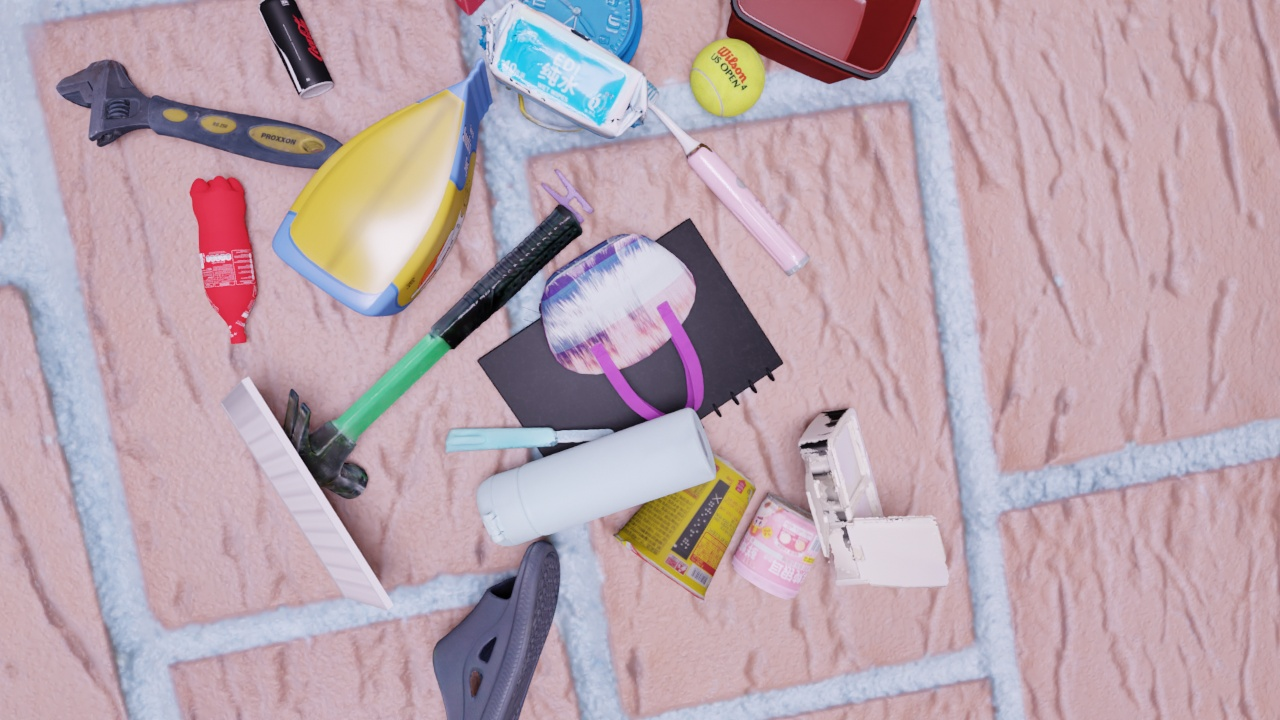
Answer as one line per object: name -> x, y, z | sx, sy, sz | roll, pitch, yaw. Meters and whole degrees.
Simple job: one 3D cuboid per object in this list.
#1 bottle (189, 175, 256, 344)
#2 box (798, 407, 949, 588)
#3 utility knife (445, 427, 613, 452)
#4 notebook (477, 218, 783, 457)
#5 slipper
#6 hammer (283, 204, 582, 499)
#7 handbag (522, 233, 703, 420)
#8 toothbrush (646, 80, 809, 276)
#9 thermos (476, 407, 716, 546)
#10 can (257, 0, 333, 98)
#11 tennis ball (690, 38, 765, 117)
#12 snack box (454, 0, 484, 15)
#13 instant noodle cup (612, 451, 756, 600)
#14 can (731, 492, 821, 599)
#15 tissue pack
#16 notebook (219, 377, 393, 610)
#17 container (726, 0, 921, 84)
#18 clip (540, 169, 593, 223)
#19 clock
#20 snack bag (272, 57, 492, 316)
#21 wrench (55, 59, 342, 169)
bottle -> -0.353, -0.085, 0.784 | 0.042, 0.042, 0.141 | -6, 96, -5
box -> 0.198, 0.126, 0.787 | 0.101, 0.186, 0.145 | -15, 102, 15
utility knife -> -0.100, 0.070, 0.822 | 0.158, 0.015, 0.022 | -3, 93, 9
notebook -> -0.005, 0.005, 0.841 | 0.231, 0.019, 0.169 | -34, 97, -2
slipper -> -0.140, 0.277, 0.820 | 0.083, 0.110, 0.268 | 18, 99, 9
hammer -> -0.173, -0.017, 0.791 | 0.318, 0.130, 0.032 | -44, 60, -8
handbag -> -0.005, -0.019, 0.804 | 0.144, 0.068, 0.170 | -32, 102, -2
toothbrush -> 0.071, -0.165, 0.826 | 0.027, 0.027, 0.222 | -39, 100, 28
thermos -> -0.042, 0.103, 0.791 | 0.207, 0.077, 0.065 | -20, 105, 10
can -> -0.292, -0.266, 0.777 | 0.031, 0.031, 0.080 | -24, 97, -3
tennis ball -> 0.076, -0.246, 0.799 | 0.065, 0.065, 0.065 | -1, 96, -6
snack box -> -0.120, -0.334, 0.737 | 0.021, 0.133, 0.089 | 41, 90, -7
instant noodle cup -> 0.047, 0.142, 0.828 | 0.100, 0.100, 0.112 | 37, 80, -8
can -> 0.129, 0.171, 0.845 | 0.067, 0.067, 0.076 | 27, 92, -8
tissue pack -> -0.060, -0.226, 0.717 | 0.144, 0.093, 0.062 | 26, 99, -10
notebook -> -0.283, 0.115, 0.768 | 0.009, 0.143, 0.210 | -34, 99, -30
container -> 0.153, -0.304, 0.733 | 0.148, 0.201, 0.127 | 23, 92, -8
clip -> -0.064, -0.147, 0.822 | 0.052, 0.013, 0.036 | 42, 91, -10
clock -> -0.058, -0.277, 0.786 | 0.116, 0.060, 0.161 | 11, 97, -8
snack bag -> -0.183, -0.141, 0.738 | 0.102, 0.159, 0.205 | 36, 90, -8
wrench -> -0.360, -0.192, 0.741 | 0.273, 0.022, 0.073 | 14, 76, 14
